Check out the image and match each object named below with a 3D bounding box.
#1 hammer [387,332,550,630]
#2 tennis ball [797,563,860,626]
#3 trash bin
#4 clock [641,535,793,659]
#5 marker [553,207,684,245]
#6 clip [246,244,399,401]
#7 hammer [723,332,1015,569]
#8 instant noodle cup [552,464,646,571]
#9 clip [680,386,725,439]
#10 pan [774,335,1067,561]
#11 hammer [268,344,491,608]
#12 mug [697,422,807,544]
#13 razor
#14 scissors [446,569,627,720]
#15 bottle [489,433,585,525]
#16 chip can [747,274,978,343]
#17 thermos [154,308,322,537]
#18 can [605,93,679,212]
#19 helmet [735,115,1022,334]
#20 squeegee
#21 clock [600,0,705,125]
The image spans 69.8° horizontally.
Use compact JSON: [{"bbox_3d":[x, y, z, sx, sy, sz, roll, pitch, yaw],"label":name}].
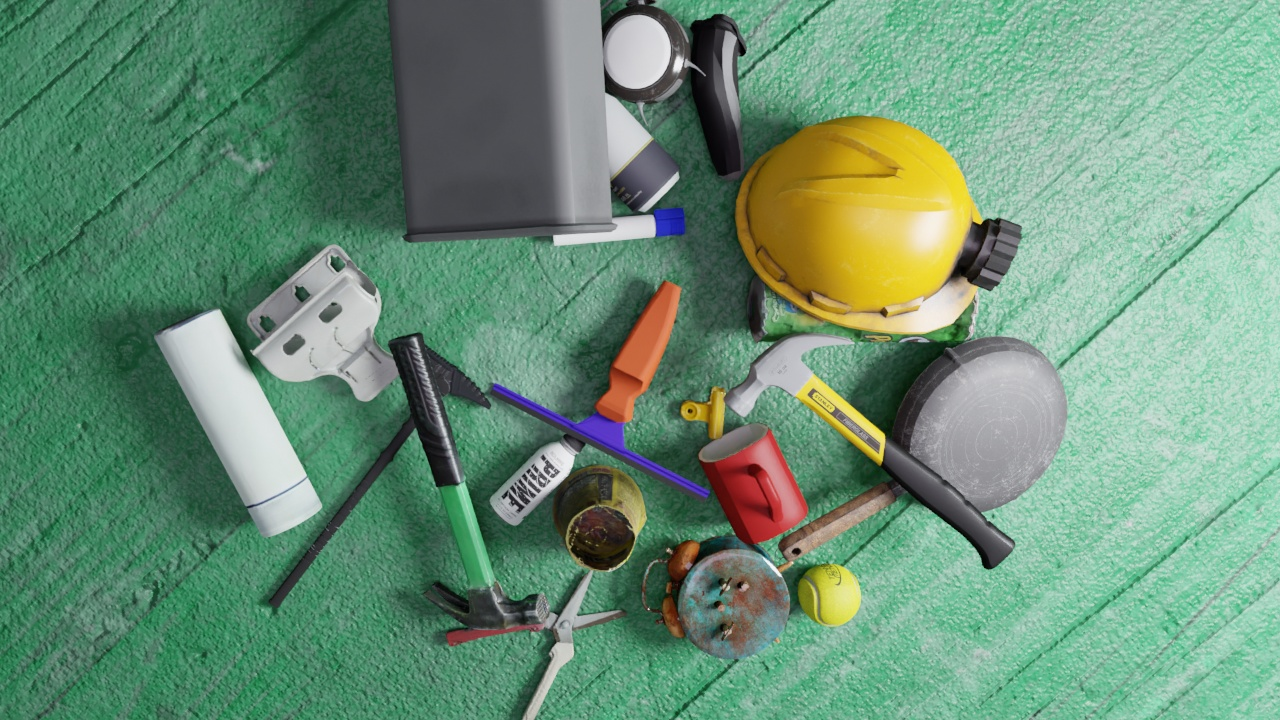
[{"bbox_3d":[-0.193,0.127,0.934,0.130,0.032,0.319,-10,102,22],"label":"hammer"},{"bbox_3d":[0.203,0.252,0.987,0.065,0.065,0.065,-1,99,-4],"label":"tennis ball"},{"bbox_3d":[-0.128,-0.224,0.845,0.192,0.097,0.220,1,99,24],"label":"trash bin"},{"bbox_3d":[0.079,0.250,0.977,0.157,0.073,0.121,7,98,-4],"label":"clock"},{"bbox_3d":[-0.022,-0.135,0.932,0.133,0.023,0.027,-5,141,-3],"label":"marker"},{"bbox_3d":[-0.307,-0.023,0.908,0.127,0.110,0.150,-39,89,5],"label":"clip"},{"bbox_3d":[0.244,0.093,0.911,0.323,0.029,0.127,39,99,-5],"label":"hammer"},{"bbox_3d":[-0.041,0.167,0.937,0.102,0.108,0.102,0,97,-3],"label":"instant noodle cup"},{"bbox_3d":[0.069,0.054,0.973,0.046,0.048,0.054,-7,104,-45],"label":"clip"},{"bbox_3d":[0.296,0.116,0.956,0.357,0.040,0.208,-33,115,-3],"label":"pan"},{"bbox_3d":[-0.286,0.138,0.966,0.095,0.015,0.325,37,96,-9],"label":"hammer"},{"bbox_3d":[0.119,0.128,0.937,0.080,0.116,0.096,-27,99,-4],"label":"mug"},{"bbox_3d":[0.079,-0.257,0.909,0.060,0.057,0.156,-7,100,-35],"label":"razor"},{"bbox_3d":[-0.111,0.320,1.005,0.199,0.015,0.179,-5,98,-4],"label":"scissors"},{"bbox_3d":[-0.105,0.120,0.960,0.116,0.041,0.041,-45,99,4],"label":"bottle"},{"bbox_3d":[0.223,-0.054,0.936,0.223,0.075,0.075,-1,99,-4],"label":"chip can"},{"bbox_3d":[-0.401,0.064,0.920,0.068,0.068,0.230,-23,99,0],"label":"thermos"},{"bbox_3d":[-0.023,-0.209,0.901,0.064,0.064,0.127,-44,99,4],"label":"can"},{"bbox_3d":[0.222,-0.143,0.856,0.255,0.131,0.205,22,75,4],"label":"helmet"},{"bbox_3d":[-0.006,0.005,0.942,0.250,0.055,0.185,26,97,10],"label":"squeegee"},{"bbox_3d":[-0.002,-0.300,0.887,0.091,0.043,0.123,-37,89,19],"label":"clock"}]
